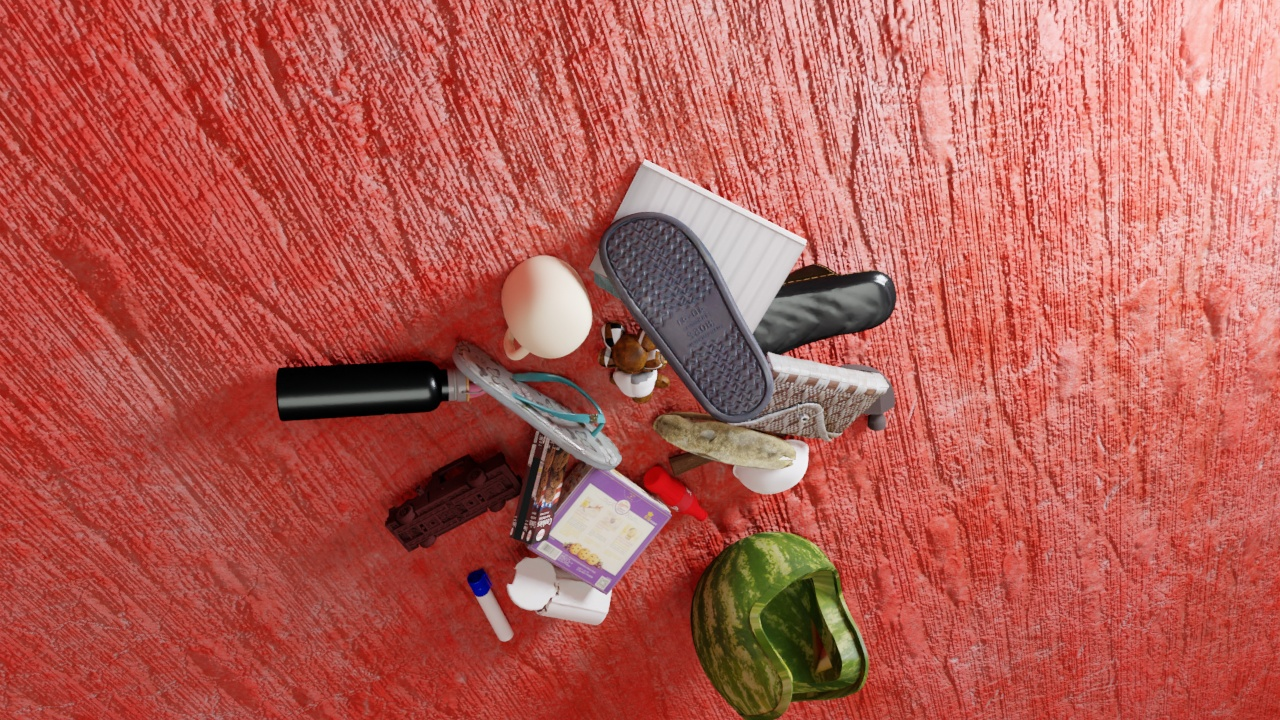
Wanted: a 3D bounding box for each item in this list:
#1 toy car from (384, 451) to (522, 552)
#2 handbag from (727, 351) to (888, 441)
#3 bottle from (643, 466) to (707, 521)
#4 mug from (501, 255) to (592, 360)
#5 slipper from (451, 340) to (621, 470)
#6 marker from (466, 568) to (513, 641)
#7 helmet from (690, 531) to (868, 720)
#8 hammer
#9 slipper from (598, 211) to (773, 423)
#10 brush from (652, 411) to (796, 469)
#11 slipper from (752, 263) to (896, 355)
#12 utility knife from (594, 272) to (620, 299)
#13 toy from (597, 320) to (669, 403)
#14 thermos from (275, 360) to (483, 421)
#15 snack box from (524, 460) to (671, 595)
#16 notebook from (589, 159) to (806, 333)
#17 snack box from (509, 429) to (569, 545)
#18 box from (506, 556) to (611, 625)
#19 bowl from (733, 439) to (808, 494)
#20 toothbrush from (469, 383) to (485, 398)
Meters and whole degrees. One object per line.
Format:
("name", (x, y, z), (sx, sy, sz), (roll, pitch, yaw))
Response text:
("toy car", (-0.237, 0.173, 1.170), (0.170, 0.061, 0.070), (-28, 125, 3))
("handbag", (0.210, 0.053, 1.173), (0.185, 0.047, 0.124), (10, 137, -24))
("bottle", (0.053, 0.190, 1.279), (0.036, 0.036, 0.119), (-41, 124, 11))
("mug", (-0.112, -0.047, 1.040), (0.120, 0.099, 0.096), (-45, 123, 14))
("slipper", (-0.108, 0.053, 1.108), (0.268, 0.098, 0.055), (36, 108, -30))
("marker", (-0.213, 0.353, 1.317), (0.027, 0.023, 0.133), (-33, 128, -20))
("helmet", (0.183, 0.373, 1.313), (0.212, 0.247, 0.244), (0, 165, -36))
("hammer", (0.195, 0.092, 1.261), (0.323, 0.033, 0.115), (-19, 127, -3))
("slipper", (0.057, -0.051, 1.043), (0.111, 0.083, 0.268), (-34, 87, 3))
("brush", (0.111, 0.106, 1.207), (0.195, 0.043, 0.059), (15, 92, -3))
("slipper", (0.179, -0.057, 1.137), (0.268, 0.075, 0.113), (-16, 117, 12))
("utility knife", (0.031, -0.051, 1.103), (0.205, 0.015, 0.031), (29, 129, -14))
("toy", (-0.007, 0.007, 1.131), (0.087, 0.067, 0.113), (3, 147, 15))
("thermos", (-0.295, 0.033, 1.062), (0.231, 0.061, 0.061), (-3, 123, -14))
("snack box", (-0.058, 0.221, 1.233), (0.143, 0.040, 0.148), (38, 93, -25))
("notebook", (0.066, -0.122, 1.061), (0.209, 0.009, 0.143), (25, 114, -9))
("snack box", (-0.124, 0.158, 1.161), (0.032, 0.051, 0.141), (15, 92, 19))
("box", (-0.118, 0.320, 1.287), (0.165, 0.093, 0.083), (15, 77, -22))
("bowl", (0.187, 0.156, 1.269), (0.110, 0.040, 0.110), (-11, 147, -8))
("toothbrush", (-0.252, 0.044, 1.112), (0.135, 0.016, 0.021), (-10, 122, -12))
